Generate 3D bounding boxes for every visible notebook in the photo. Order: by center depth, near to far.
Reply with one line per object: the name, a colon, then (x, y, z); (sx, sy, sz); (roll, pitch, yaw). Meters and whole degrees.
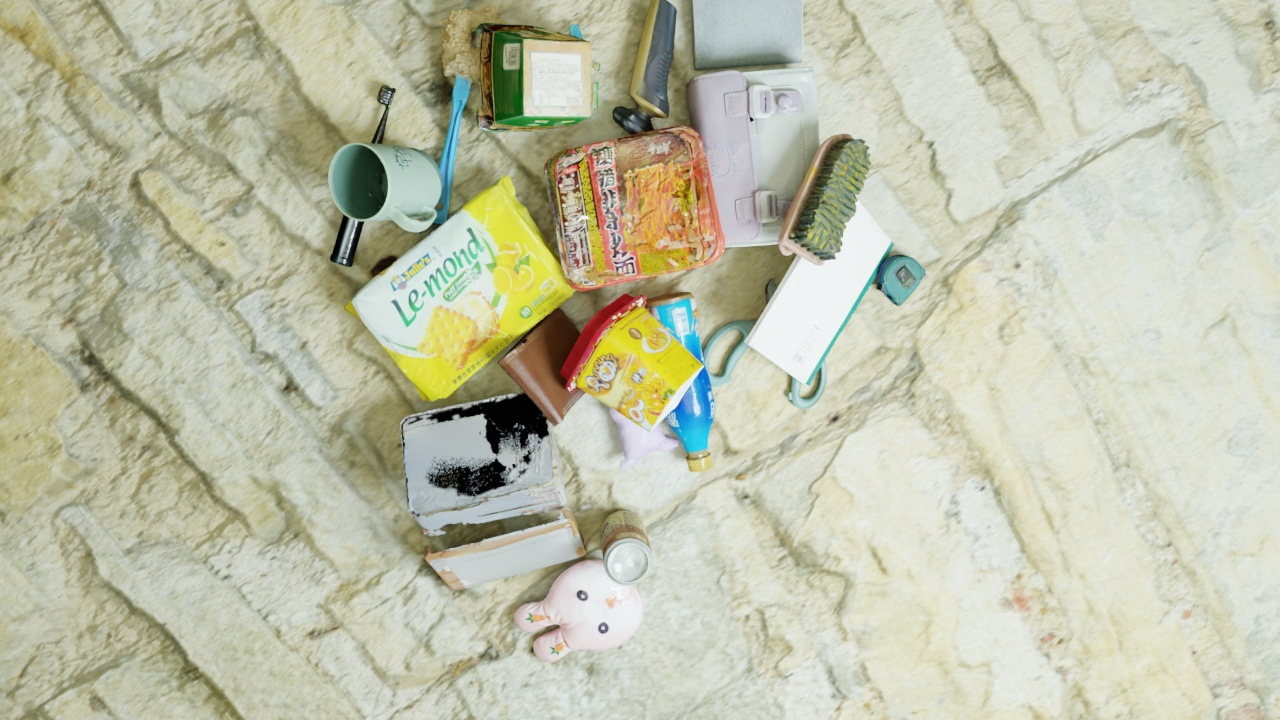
notebook: (0.217, -0.082, 1.083); (0.150, 0.012, 0.209); (31, 90, -47)

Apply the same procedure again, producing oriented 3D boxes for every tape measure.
tape measure: (0.320, -0.102, 1.129); (0.054, 0.025, 0.058); (37, 93, -27)

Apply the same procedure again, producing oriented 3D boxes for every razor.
razor: (0.009, -0.337, 1.062); (0.068, 0.062, 0.167); (12, 93, 25)

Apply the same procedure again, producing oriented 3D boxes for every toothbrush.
toothbrush: (-0.319, -0.213, 1.062); (0.027, 0.026, 0.213); (14, 98, -29)

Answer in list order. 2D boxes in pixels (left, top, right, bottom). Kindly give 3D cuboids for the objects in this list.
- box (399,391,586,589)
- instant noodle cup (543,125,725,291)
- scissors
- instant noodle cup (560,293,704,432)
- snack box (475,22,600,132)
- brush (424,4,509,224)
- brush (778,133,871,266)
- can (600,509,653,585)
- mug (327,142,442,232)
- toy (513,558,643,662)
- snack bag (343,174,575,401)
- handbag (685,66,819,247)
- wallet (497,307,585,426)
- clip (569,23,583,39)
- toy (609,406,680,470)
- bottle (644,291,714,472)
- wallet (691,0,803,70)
box: (-0.175, 0.154, 1.109); (0.181, 0.198, 0.157); (-14, 58, -2)
instant noodle cup: (-0.005, -0.172, 1.053); (0.189, 0.079, 0.164); (-10, 88, 7)
scissors: (0.170, -0.004, 1.141); (0.170, 0.019, 0.181); (-45, 99, 2)
instant noodle cup: (-0.006, 0.006, 1.043); (0.123, 0.115, 0.116); (38, 126, 9)
snack box: (-0.111, -0.309, 1.004); (0.117, 0.106, 0.118); (-7, 107, -25)
brush: (-0.210, -0.283, 1.059); (0.083, 0.046, 0.255); (13, 101, -11)
brush: (0.199, -0.181, 1.002); (0.063, 0.073, 0.145); (25, 82, -28)
can: (-0.018, 0.225, 1.111); (0.058, 0.116, 0.058); (-1, 99, -4)
mug: (-0.269, -0.187, 1.017); (0.111, 0.106, 0.082); (49, 113, 10)
toy: (-0.077, 0.320, 1.156); (0.159, 0.054, 0.121); (-31, 100, 9)
snack bag: (-0.203, -0.079, 1.072); (0.246, 0.068, 0.158); (-38, 101, 1)
handbag: (0.133, -0.233, 1.067); (0.145, 0.098, 0.197); (-5, 99, 1)
wallet: (-0.100, 0.007, 1.074); (0.032, 0.124, 0.101); (-30, 103, 38)
clip: (-0.070, -0.361, 1.063); (0.014, 0.045, 0.057); (-17, 98, 0)
toy: (-0.002, 0.071, 1.128); (0.083, 0.039, 0.108); (-19, 95, -16)
bottle: (0.054, 0.028, 1.113); (0.065, 0.065, 0.219); (-12, 101, -3)
wallet: (0.124, -0.397, 1.067); (0.129, 0.037, 0.107); (-5, 110, -3)
